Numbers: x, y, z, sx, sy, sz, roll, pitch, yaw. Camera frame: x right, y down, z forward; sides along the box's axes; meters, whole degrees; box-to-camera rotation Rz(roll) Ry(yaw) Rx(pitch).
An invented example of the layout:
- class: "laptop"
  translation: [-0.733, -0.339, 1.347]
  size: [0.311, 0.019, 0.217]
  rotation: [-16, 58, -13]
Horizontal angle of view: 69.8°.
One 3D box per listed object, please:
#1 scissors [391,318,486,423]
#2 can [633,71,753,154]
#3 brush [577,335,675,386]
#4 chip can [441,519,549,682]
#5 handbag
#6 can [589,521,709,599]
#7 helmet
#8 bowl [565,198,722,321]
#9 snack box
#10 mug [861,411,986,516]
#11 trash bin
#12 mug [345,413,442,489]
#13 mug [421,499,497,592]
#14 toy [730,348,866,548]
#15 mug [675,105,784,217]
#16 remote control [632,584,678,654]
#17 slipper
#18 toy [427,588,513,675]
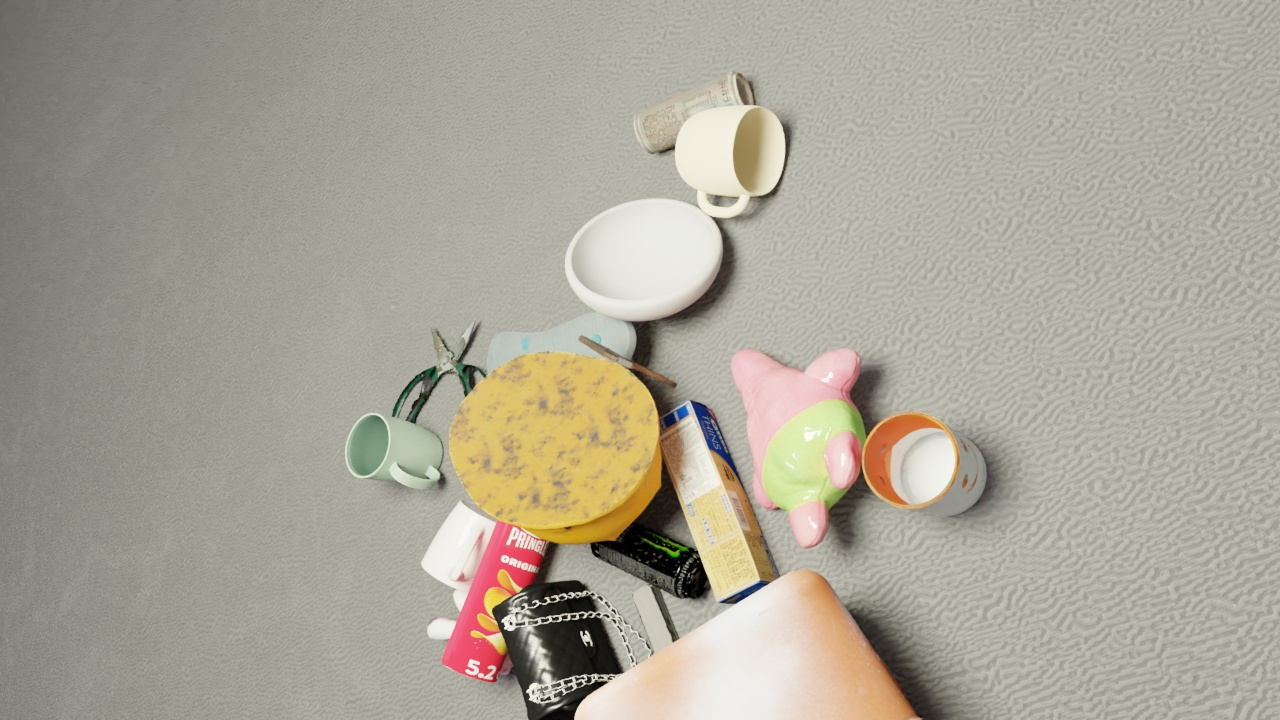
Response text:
- class: "scissors"
  translation: [-0.256, 0.044, 1.219]
  size: [0.202, 0.015, 0.203]
  rotation: [-55, 51, 15]
- class: "can"
  translation: [0.062, -0.289, 1.073]
  size: [0.136, 0.054, 0.054]
  rotation: [-15, 70, 31]
- class: "brush"
  translation: [-0.006, 0.006, 0.987]
  size: [0.045, 0.143, 0.008]
  rotation: [32, 94, 44]
- class: "chip can"
  translation: [-0.155, 0.249, 1.050]
  size: [0.069, 0.069, 0.220]
  rotation: [13, 77, 36]
- class: "handbag"
  translation: [-0.075, 0.303, 0.967]
  size: [0.115, 0.125, 0.153]
  rotation: [-35, 60, 22]
- class: "can"
  translation: [0.009, 0.208, 0.979]
  size: [0.138, 0.054, 0.054]
  rotation: [17, 88, 36]
- class: "helmet"
  translation: [-0.072, 0.111, 0.979]
  size: [0.256, 0.131, 0.205]
  rotation: [27, 66, 41]
- class: "bowl"
  translation: [0.007, -0.102, 1.034]
  size: [0.177, 0.066, 0.176]
  rotation: [-7, 48, 7]
- class: "snack box"
  translation: [0.076, 0.144, 0.950]
  size: [0.056, 0.057, 0.206]
  rotation: [-32, 61, 22]
- class: "mug"
  translation: [0.252, 0.094, 0.811]
  size: [0.082, 0.105, 0.082]
  rotation: [-9, 72, 31]
- class: "trash bin"
  translation: [0.094, 0.313, 0.786]
  size: [0.260, 0.181, 0.157]
  rotation: [-32, 57, 3]
- class: "mug"
  translation: [-0.306, 0.126, 1.184]
  size: [0.111, 0.104, 0.084]
  rotation: [42, 102, 35]
- class: "mug"
  translation: [-0.206, 0.223, 1.091]
  size: [0.081, 0.114, 0.087]
  rotation: [28, 87, -7]
- class: "toy"
  translation: [0.148, 0.064, 0.896]
  size: [0.192, 0.096, 0.236]
  rotation: [-64, 31, 27]
- class: "mug"
  translation: [0.090, -0.218, 1.013]
  size: [0.100, 0.096, 0.120]
  rotation: [12, 96, 43]
- class: "remote control"
  translation: [0.027, 0.302, 0.967]
  size: [0.033, 0.013, 0.136]
  rotation: [-36, 62, 23]
- class: "slipper"
  translation: [-0.091, 0.002, 1.112]
  size: [0.269, 0.054, 0.098]
  rotation: [-7, 78, 44]
- class: "toy"
  translation: [-0.194, 0.327, 1.096]
  size: [0.123, 0.038, 0.079]
  rotation: [34, 84, 26]
